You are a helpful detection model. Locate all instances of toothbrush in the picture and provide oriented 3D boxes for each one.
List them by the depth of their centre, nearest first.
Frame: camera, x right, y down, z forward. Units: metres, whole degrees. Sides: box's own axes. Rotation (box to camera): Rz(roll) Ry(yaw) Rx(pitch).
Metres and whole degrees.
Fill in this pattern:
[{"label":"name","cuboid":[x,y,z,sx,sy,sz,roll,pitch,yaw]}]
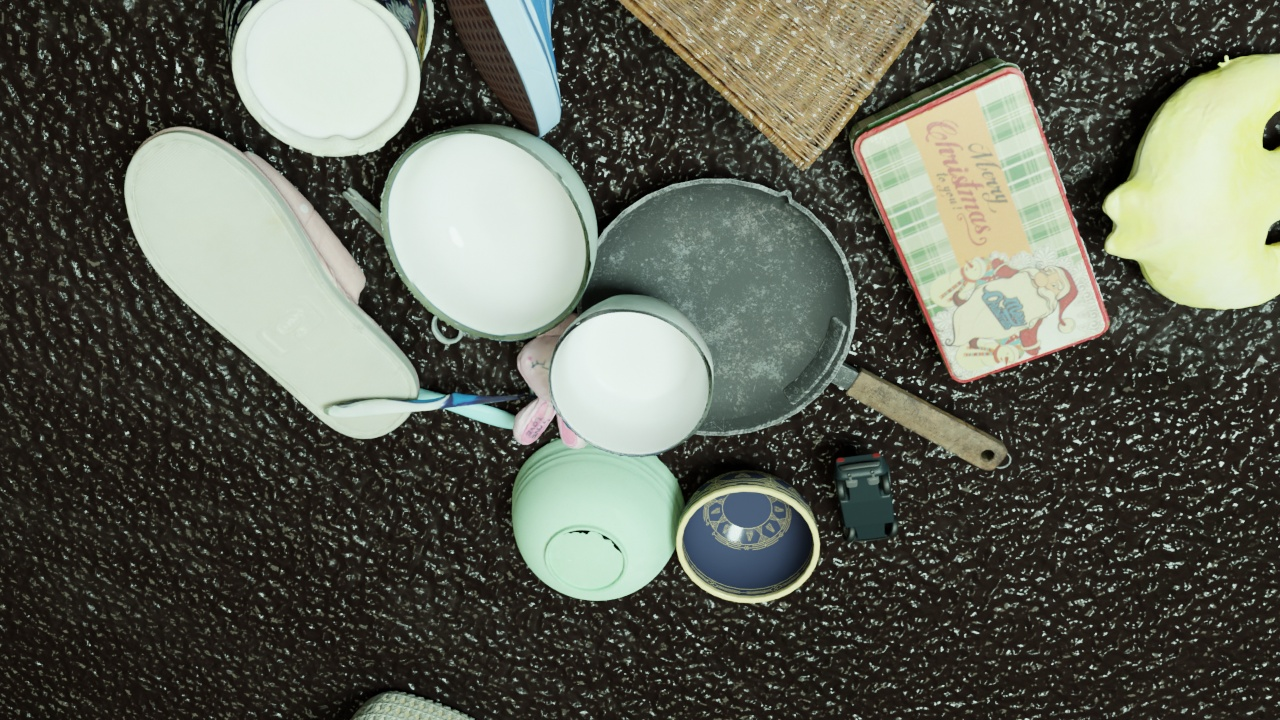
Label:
[{"label":"toothbrush","cuboid":[-0.151,0.029,0.721,0.189,0.016,0.017,-6,105,-13]},{"label":"toothbrush","cuboid":[-0.184,0.025,0.755,0.180,0.016,0.016,19,115,-4]}]

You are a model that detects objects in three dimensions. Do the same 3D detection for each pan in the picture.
[{"label":"pan","cuboid":[0.124,-0.005,0.692,0.357,0.040,0.208,27,116,-8]}]

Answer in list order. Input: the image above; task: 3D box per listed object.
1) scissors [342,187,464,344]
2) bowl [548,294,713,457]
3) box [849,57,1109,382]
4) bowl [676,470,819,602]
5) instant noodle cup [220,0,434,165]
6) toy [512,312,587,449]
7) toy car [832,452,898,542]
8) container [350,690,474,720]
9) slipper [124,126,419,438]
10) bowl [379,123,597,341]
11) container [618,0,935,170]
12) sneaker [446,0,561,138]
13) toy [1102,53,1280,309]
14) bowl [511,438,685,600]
[{"label":"scissors","cuboid":[-0.156,-0.072,0.704,0.095,0.014,0.170,-14,117,15]},{"label":"bowl","cuboid":[-0.004,0.004,0.655,0.116,0.065,0.116,3,116,6]},{"label":"box","cuboid":[0.233,-0.090,0.631,0.118,0.049,0.205,-22,110,15]},{"label":"bowl","cuboid":[0.087,0.134,0.749,0.112,0.061,0.112,3,116,5]},{"label":"instant noodle cup","cuboid":[-0.194,-0.197,0.568,0.137,0.112,0.137,-9,130,-11]},{"label":"toy","cuboid":[-0.064,0.017,0.709,0.063,0.047,0.110,-1,107,-22]},{"label":"toy car","cuboid":[0.179,0.110,0.732,0.046,0.034,0.112,-9,139,12]},{"label":"container","cuboid":[-0.243,0.449,0.898,0.184,0.142,0.247,23,116,-5]},{"label":"slipper","cuboid":[-0.271,-0.053,0.696,0.114,0.054,0.274,-33,114,3]},{"label":"bowl","cuboid":[-0.097,-0.096,0.644,0.153,0.072,0.154,9,122,14]},{"label":"container","cuboid":[0.064,-0.226,0.548,0.198,0.113,0.113,38,111,-13]},{"label":"sneaker","cuboid":[-0.066,-0.241,0.545,0.098,0.083,0.241,-37,149,-13]},{"label":"toy","cuboid":[0.377,-0.110,0.595,0.155,0.064,0.170,-15,114,7]},{"label":"bowl","cuboid":[-0.039,0.143,0.761,0.151,0.076,0.151,3,117,5]}]
